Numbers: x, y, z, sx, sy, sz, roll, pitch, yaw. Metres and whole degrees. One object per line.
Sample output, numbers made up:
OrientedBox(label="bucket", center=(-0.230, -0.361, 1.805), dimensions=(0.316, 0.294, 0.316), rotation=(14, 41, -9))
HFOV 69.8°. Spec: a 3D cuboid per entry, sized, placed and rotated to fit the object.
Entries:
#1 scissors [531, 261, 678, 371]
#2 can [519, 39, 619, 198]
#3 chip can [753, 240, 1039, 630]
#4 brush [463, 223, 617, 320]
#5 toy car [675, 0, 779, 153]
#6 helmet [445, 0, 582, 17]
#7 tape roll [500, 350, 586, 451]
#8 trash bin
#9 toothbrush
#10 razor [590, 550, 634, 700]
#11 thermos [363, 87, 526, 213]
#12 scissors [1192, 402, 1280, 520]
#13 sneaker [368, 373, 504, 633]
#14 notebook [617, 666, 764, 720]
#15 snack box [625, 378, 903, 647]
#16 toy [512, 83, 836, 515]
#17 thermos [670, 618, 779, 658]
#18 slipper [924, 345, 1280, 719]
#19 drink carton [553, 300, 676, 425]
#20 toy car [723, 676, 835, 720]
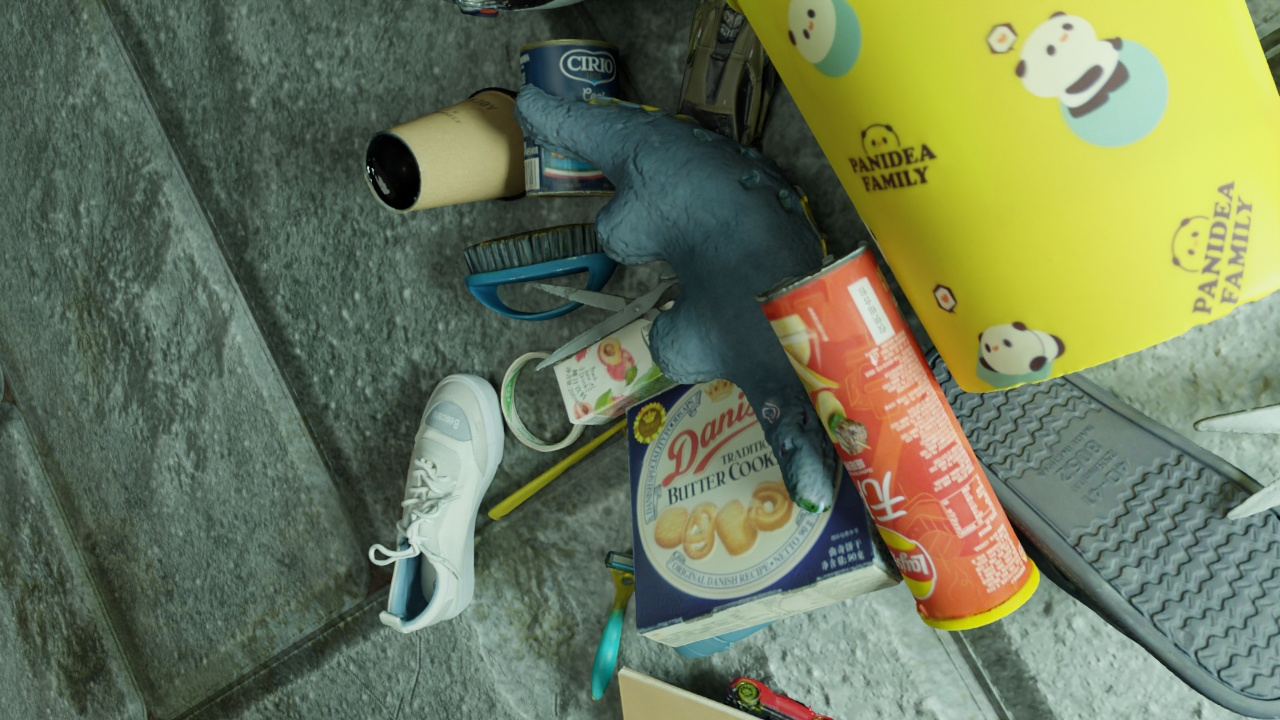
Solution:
OrientedBox(label="scissors", center=(0.003, -0.035, 0.668), dimensions=(0.181, 0.014, 0.159), rotation=(-40, 63, -6))
OrientedBox(label="can", center=(-0.052, -0.179, 0.697), dimensions=(0.075, 0.075, 0.111), rotation=(3, 99, 30))
OrientedBox(label="chip can", center=(0.145, 0.043, 0.518), dimensions=(0.073, 0.073, 0.216), rotation=(-25, 96, 31))
OrientedBox(label="brush", center=(-0.082, -0.069, 0.743), dimensions=(0.144, 0.055, 0.073), rotation=(-5, 93, 31))
OrientedBox(label="toy car", center=(0.060, -0.192, 0.651), dimensions=(0.070, 0.042, 0.158), rotation=(20, 110, 27))
OrientedBox(label="helmet", center=(-0.077, -0.355, 0.640), dimensions=(0.274, 0.156, 0.230), rotation=(31, 109, 16))
OrientedBox(label="tape roll", center=(-0.082, 0.035, 0.782), dimensions=(0.086, 0.013, 0.086), rotation=(5, 99, 30))
OrientedBox(label="trash bin", center=(0.200, -0.136, 0.478), dimensions=(0.230, 0.229, 0.255), rotation=(-26, 89, 31))
OrientedBox(label="toothbrush", center=(-0.064, 0.093, 0.779), dimensions=(0.191, 0.015, 0.016), rotation=(-35, 85, 30))
OrientedBox(label="razor", center=(-0.022, 0.223, 0.766), dimensions=(0.043, 0.028, 0.133), rotation=(13, 103, -3))
OrientedBox(label="thermos", center=(-0.143, -0.162, 0.722), dimensions=(0.093, 0.142, 0.093), rotation=(15, 118, 30))
OrientedBox(label="scissors", center=(0.407, 0.010, 0.458), dimensions=(0.225, 0.021, 0.204), rotation=(14, 94, 16))
OrientedBox(label="sneaker", center=(-0.188, 0.129, 0.815), dimensions=(0.089, 0.090, 0.242), rotation=(18, 105, 26))
OrientedBox(label="notebook", center=(0.080, 0.329, 0.711), dimensions=(0.212, 0.012, 0.150), rotation=(11, 119, 29))
OrientedBox(label="snack box", center=(0.073, 0.084, 0.630), dimensions=(0.178, 0.045, 0.182), rotation=(-27, 51, 31))
OrientedBox(label="toy", center=(0.049, -0.069, 0.604), dimensions=(0.137, 0.091, 0.356), rotation=(-29, 72, -8))
OrientedBox(label="thermos", center=(0.103, 0.149, 0.663), dimensions=(0.221, 0.070, 0.070), rotation=(-40, 77, 30))
OrientedBox(label="slipper", center=(0.275, 0.086, 0.545), dimensions=(0.110, 0.083, 0.268), rotation=(-41, 58, -3))
OrientedBox(label="drink carton", center=(-0.004, 0.004, 0.713), dimensions=(0.123, 0.045, 0.053), rotation=(-28, 70, 29))
OrientedBox(label="toy car", center=(0.113, 0.277, 0.691), dimensions=(0.106, 0.031, 0.049), rotation=(18, 123, 26))
